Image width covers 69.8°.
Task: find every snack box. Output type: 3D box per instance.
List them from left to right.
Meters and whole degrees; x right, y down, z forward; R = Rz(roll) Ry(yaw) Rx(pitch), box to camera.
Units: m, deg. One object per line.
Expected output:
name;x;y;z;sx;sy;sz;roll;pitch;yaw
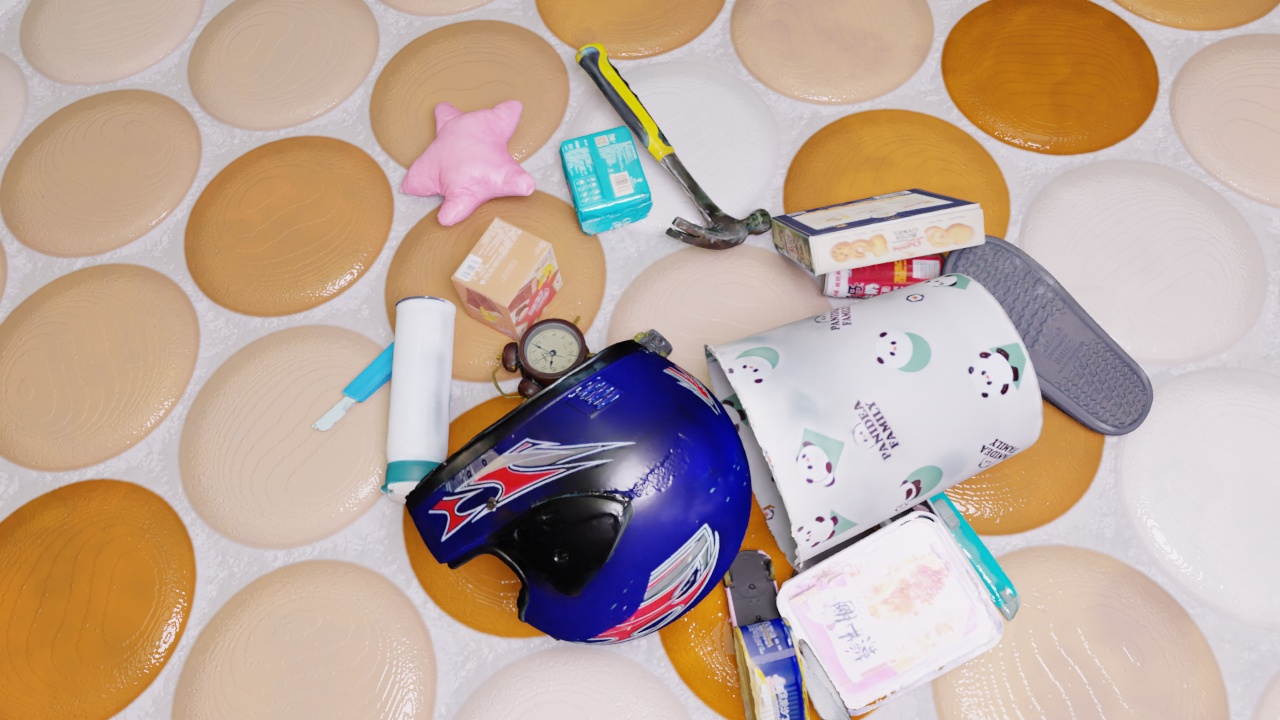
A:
snack box;-0.150;-0.091;1.049;0.077;0.094;0.092;26;70;15
snack box;0.252;-0.145;1.008;0.178;0.182;0.046;-11;107;-1

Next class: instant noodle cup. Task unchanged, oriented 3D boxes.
instant noodle cup;0.233;0.235;0.866;0.174;0.060;0.138;-33;78;12

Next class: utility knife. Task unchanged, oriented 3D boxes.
utility knife;-0.299;0.012;1.054;0.034;0.018;0.194;41;73;13
utility knife;0.318;0.164;0.945;0.029;0.013;0.223;-29;67;-8

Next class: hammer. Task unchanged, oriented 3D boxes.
hammer;0.019;-0.262;1.107;0.125;0.032;0.323;-25;71;-34

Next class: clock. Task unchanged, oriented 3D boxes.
clock;-0.107;0.003;1.025;0.121;0.055;0.082;-27;67;-12

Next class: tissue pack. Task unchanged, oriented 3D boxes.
tissue pack;-0.044;-0.225;1.127;0.093;0.050;0.133;-15;64;-3

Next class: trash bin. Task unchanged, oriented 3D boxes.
trash bin;0.218;0.046;0.880;0.252;0.230;0.229;-21;66;-2

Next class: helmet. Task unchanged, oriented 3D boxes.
helmet;-0.044;0.145;0.863;0.316;0.246;0.240;-35;84;20

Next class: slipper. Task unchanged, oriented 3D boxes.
slipper;0.424;-0.019;0.994;0.268;0.083;0.110;42;82;1

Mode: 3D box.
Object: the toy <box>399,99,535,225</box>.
toy;-0.223;-0.253;1.143;0.179;0.074;0.194;-18;62;7

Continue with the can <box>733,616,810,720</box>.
can;0.120;0.301;0.833;0.049;0.148;0.074;-12;26;-4

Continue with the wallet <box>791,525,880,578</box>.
wallet;0.228;0.215;0.927;0.122;0.020;0.096;33;71;15

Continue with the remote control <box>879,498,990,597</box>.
remote control;0.287;0.185;0.922;0.058;0.021;0.150;-22;65;-16

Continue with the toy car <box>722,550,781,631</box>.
toy car;0.115;0.249;0.908;0.056;0.037;0.122;-9;64;-2

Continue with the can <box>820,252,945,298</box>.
can;0.275;-0.097;1.045;0.133;0.053;0.053;1;66;5

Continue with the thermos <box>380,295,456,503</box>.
thermos;-0.238;0.045;1.003;0.073;0.073;0.224;-2;72;3

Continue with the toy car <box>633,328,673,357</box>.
toy car;-0.006;0.006;1.028;0.090;0.035;0.042;-41;68;-14

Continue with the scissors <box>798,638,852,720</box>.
scissors;0.209;0.353;0.832;0.143;0.021;0.235;-7;82;8
